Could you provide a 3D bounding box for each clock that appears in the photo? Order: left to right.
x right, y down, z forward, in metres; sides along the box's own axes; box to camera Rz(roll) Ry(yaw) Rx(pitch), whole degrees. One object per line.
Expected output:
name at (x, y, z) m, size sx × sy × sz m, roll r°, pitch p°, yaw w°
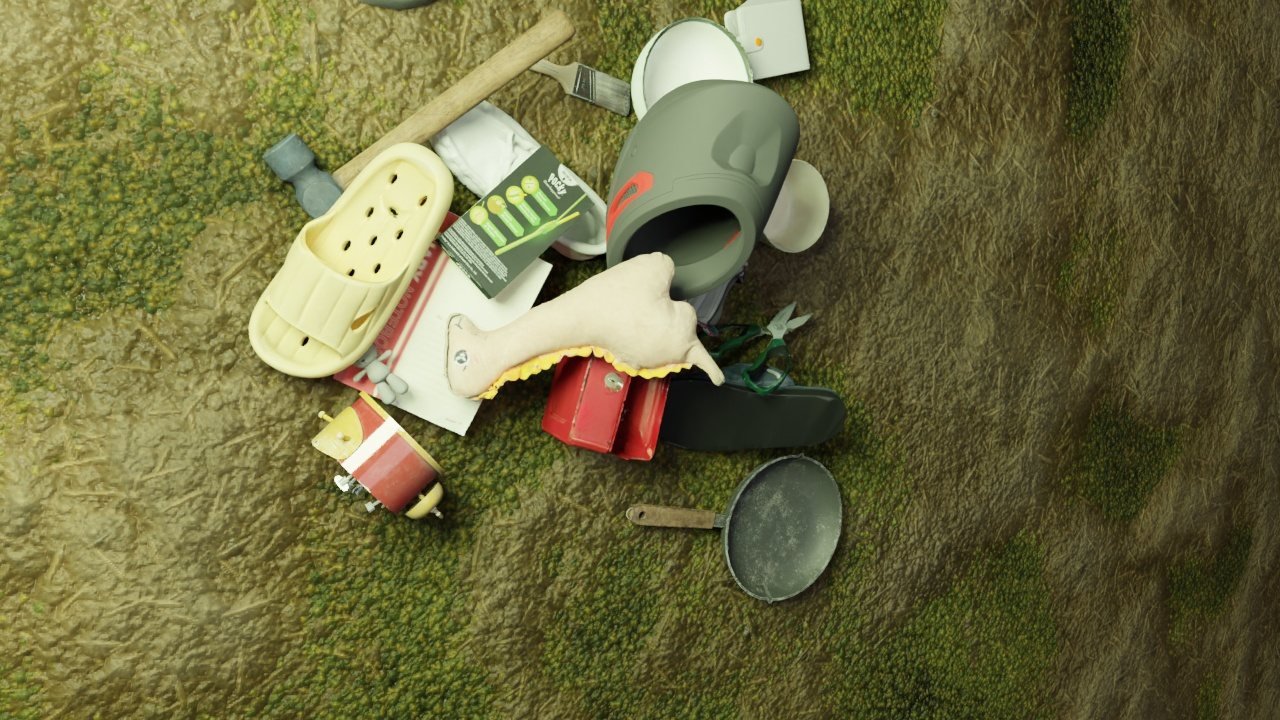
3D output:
clock at (-0.259, 0.111, 0.932) m, size 0.081 × 0.117 × 0.159 m, roll -45°, pitch 123°, yaw -14°

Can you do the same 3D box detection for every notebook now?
notebook at (-0.206, -0.041, 0.958) m, size 0.153 × 0.012 × 0.209 m, roll 26°, pitch 96°, yaw -19°

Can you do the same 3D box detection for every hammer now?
hammer at (-0.199, -0.242, 0.907) m, size 0.321 × 0.040 × 0.129 m, roll -37°, pitch 117°, yaw -2°

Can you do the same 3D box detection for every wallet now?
wallet at (0.157, -0.413, 1.142) m, size 0.118 × 0.037 × 0.115 m, roll -21°, pitch 107°, yaw -30°

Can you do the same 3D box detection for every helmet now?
helmet at (0.057, -0.193, 0.964) m, size 0.164 × 0.266 × 0.169 m, roll 19°, pitch 53°, yaw -26°

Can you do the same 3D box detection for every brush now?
brush at (-0.074, -0.317, 1.034) m, size 0.151 × 0.012 × 0.039 m, roll 12°, pitch 91°, yaw -30°

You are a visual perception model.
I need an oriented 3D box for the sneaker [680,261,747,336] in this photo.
sneaker at (0.095, -0.156, 1.120) m, size 0.128 × 0.097 × 0.263 m, roll 27°, pitch 82°, yaw -43°

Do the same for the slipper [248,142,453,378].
slipper at (-0.272, -0.090, 0.864) m, size 0.111 × 0.079 × 0.261 m, roll 37°, pitch 93°, yaw -8°

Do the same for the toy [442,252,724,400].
toy at (-0.066, -0.006, 0.933) m, size 0.264 × 0.065 × 0.196 m, roll -28°, pitch 85°, yaw 2°

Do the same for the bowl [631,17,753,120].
bowl at (0.051, -0.315, 1.073) m, size 0.153 × 0.073 × 0.153 m, roll -5°, pitch 100°, yaw -31°

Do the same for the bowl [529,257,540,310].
bowl at (-0.166, -0.092, 0.987) m, size 0.114 × 0.045 × 0.114 m, roll -4°, pitch 105°, yaw -14°

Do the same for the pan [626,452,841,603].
pan at (0.126, 0.213, 1.220) m, size 0.356 × 0.040 × 0.207 m, roll 12°, pitch 91°, yaw -30°

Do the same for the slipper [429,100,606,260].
slipper at (-0.124, -0.193, 0.996) m, size 0.246 × 0.075 × 0.112 m, roll 38°, pitch 62°, yaw -27°

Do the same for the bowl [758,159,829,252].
bowl at (0.177, -0.196, 1.172) m, size 0.115 × 0.062 × 0.115 m, roll -5°, pitch 100°, yaw -30°

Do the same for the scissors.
scissors at (0.143, -0.036, 1.184) m, size 0.209 × 0.142 × 0.015 m, roll -51°, pitch 154°, yaw -46°

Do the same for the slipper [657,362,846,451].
slipper at (0.127, 0.052, 1.178) m, size 0.265 × 0.083 × 0.109 m, roll 2°, pitch 126°, yaw -13°

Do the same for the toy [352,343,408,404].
toy at (-0.280, -0.006, 0.926) m, size 0.049 × 0.030 × 0.111 m, roll -37°, pitch 100°, yaw 4°

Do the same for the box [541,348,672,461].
box at (-0.046, 0.022, 1.036) m, size 0.112 × 0.135 × 0.157 m, roll 11°, pitch 91°, yaw -33°

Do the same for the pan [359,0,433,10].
pan at (-0.251, -0.527, 0.879) m, size 0.178 × 0.041 × 0.357 m, roll -11°, pitch 103°, yaw -29°

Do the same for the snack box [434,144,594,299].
snack box at (-0.127, -0.142, 0.939) m, size 0.147 × 0.025 × 0.080 m, roll -45°, pitch 105°, yaw -15°
